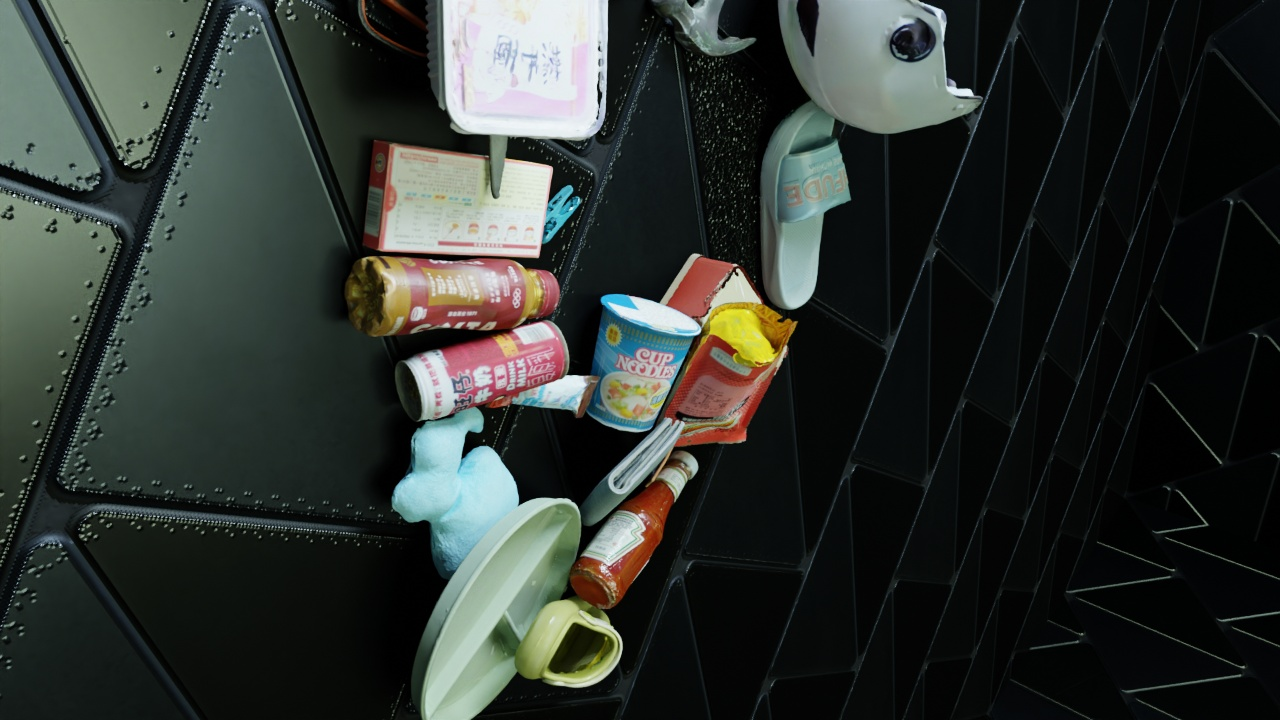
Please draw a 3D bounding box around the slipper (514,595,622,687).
[{"bbox_3d":[-0.064,0.285,0.900,0.091,0.081,0.190,-58,163,-8],"label":"slipper"}]

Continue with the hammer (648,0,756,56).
[{"bbox_3d":[0.113,-0.434,0.859,0.126,0.032,0.323,30,82,-51],"label":"hammer"}]

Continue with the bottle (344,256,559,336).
[{"bbox_3d":[-0.139,-0.051,0.713,0.174,0.057,0.057,-6,111,-48],"label":"bottle"}]

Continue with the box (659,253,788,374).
[{"bbox_3d":[0.097,-0.028,0.985,0.091,0.078,0.168,-57,139,-15],"label":"box"}]

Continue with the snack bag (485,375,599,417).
[{"bbox_3d":[-0.087,0.027,0.821,0.104,0.026,0.048,13,108,-32],"label":"snack bag"}]

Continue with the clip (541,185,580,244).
[{"bbox_3d":[-0.073,-0.126,0.792,0.056,0.014,0.046,-52,137,-18],"label":"clip"}]

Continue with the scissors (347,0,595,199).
[{"bbox_3d":[-0.107,-0.240,0.680,0.230,0.022,0.221,22,85,-44],"label":"scissors"}]

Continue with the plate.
[{"bbox_3d":[-0.127,0.224,0.827,0.229,0.027,0.231,-51,155,-35],"label":"plate"}]

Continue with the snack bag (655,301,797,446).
[{"bbox_3d":[0.081,0.033,0.939,0.128,0.073,0.208,-12,147,-24],"label":"snack bag"}]

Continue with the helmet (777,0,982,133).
[{"bbox_3d":[0.215,-0.335,0.913,0.258,0.146,0.228,39,35,-40],"label":"helmet"}]

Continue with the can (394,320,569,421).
[{"bbox_3d":[-0.127,0.007,0.743,0.132,0.053,0.053,-18,119,-34],"label":"can"}]

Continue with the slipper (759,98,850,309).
[{"bbox_3d":[0.188,-0.170,1.032,0.103,0.074,0.246,-24,125,-41],"label":"slipper"}]

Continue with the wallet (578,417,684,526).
[{"bbox_3d":[-0.006,0.112,0.902,0.106,0.037,0.130,-41,173,-28],"label":"wallet"}]

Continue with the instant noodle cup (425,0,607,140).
[{"bbox_3d":[-0.091,-0.244,0.636,0.137,0.060,0.173,-9,108,-41],"label":"instant noodle cup"}]

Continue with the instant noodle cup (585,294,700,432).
[{"bbox_3d":[-0.005,0.005,0.874,0.099,0.099,0.110,-4,117,-49],"label":"instant noodle cup"}]

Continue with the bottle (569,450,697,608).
[{"bbox_3d":[0.001,0.169,0.961,0.205,0.060,0.060,-48,138,-43],"label":"bottle"}]

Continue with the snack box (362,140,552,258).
[{"bbox_3d":[-0.137,-0.121,0.709,0.155,0.027,0.077,-5,109,-49],"label":"snack box"}]

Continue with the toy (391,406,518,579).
[{"bbox_3d":[-0.150,0.117,0.781,0.156,0.050,0.161,15,93,-54],"label":"toy"}]
